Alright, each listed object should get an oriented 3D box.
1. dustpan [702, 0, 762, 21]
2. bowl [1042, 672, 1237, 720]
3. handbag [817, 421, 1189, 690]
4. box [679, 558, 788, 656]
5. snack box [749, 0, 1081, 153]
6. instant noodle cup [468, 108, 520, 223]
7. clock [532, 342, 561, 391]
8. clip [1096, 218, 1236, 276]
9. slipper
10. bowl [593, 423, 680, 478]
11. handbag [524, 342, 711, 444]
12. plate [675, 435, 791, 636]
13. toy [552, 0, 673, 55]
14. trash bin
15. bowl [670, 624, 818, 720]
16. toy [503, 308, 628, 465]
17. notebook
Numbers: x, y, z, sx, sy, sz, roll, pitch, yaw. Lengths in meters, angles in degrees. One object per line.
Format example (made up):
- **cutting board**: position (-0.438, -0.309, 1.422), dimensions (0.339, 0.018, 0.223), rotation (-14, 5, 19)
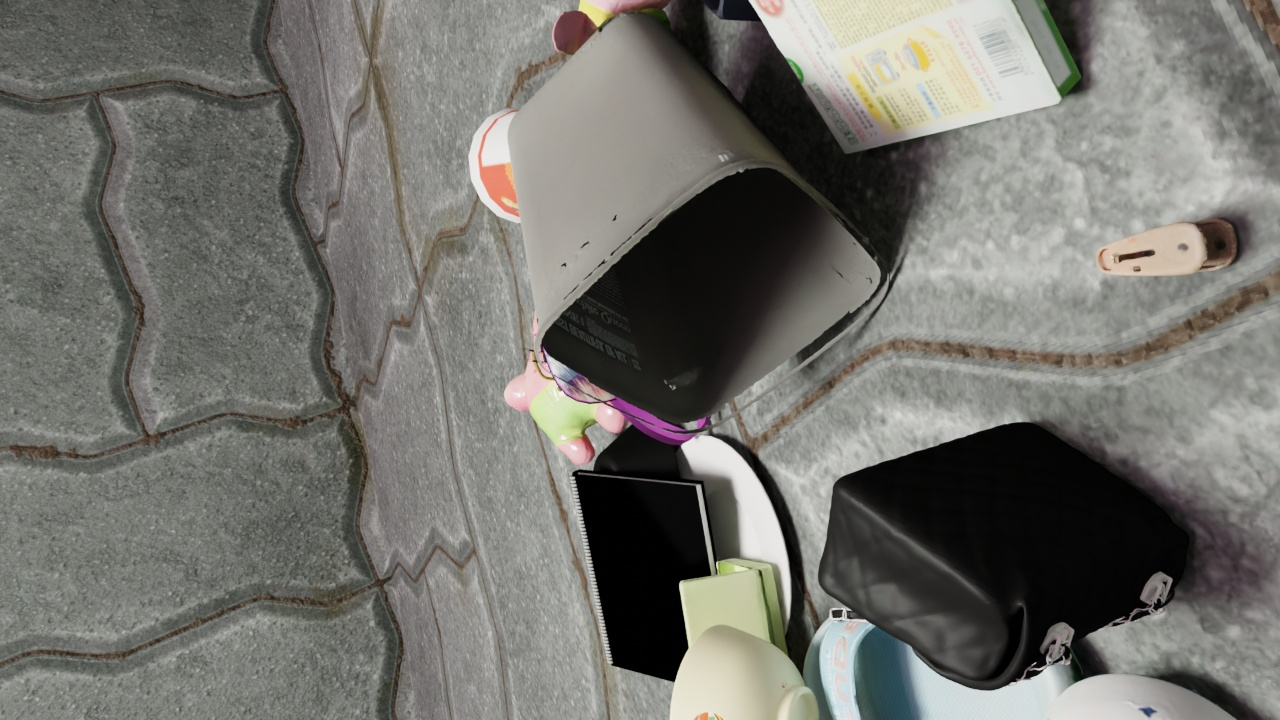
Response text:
- **dustpan**: position (0.078, -0.350, 0.598), dimensions (0.273, 0.080, 0.237), rotation (49, 140, 47)
- **bowl**: position (0.240, 0.216, 0.440), dimensions (0.114, 0.063, 0.113), rotation (13, 110, 40)
- **handbag**: position (0.180, 0.112, 0.466), dimensions (0.125, 0.153, 0.115), rotation (36, 126, 49)
- **box**: position (0.085, 0.264, 0.772), dimensions (0.083, 0.091, 0.188), rotation (124, 139, -86)
- **snack box**: position (0.142, -0.188, 0.512), dimensions (0.132, 0.027, 0.168), rotation (51, 161, -20)
- **instant noodle cup**: position (-0.097, -0.210, 0.964), dimensions (0.121, 0.123, 0.123), rotation (8, 106, 55)
- **clock**: position (-0.046, -0.017, 0.912), dimensions (0.052, 0.129, 0.090), rotation (61, -166, -78)
- **clip**: position (0.247, -0.052, 0.429), dimensions (0.062, 0.045, 0.024), rotation (-159, 62, -81)
- **slipper**: position (0.175, 0.211, 0.596), dimensions (0.246, 0.074, 0.104), rotation (-36, 65, 60)
- **bowl**: position (-0.013, 0.119, 0.903), dimensions (0.124, 0.052, 0.124), rotation (12, 104, 62)
- **handbag**: position (-0.005, 0.005, 0.841), dimensions (0.170, 0.144, 0.068), rotation (48, 159, 7)
- **plate**: position (0.079, 0.170, 0.837), dimensions (0.209, 0.015, 0.209), rotation (30, 125, 57)
- **toy**: position (-0.013, -0.251, 0.764), dimensions (0.088, 0.189, 0.238), rotation (17, 108, 21)
- **trash bin**: position (0.019, -0.105, 0.648), dimensions (0.198, 0.197, 0.220), rotation (-39, 49, 21)
- **bowl**: position (0.085, 0.256, 0.664), dimensions (0.074, 0.117, 0.118), rotation (-5, 95, 37)
- **toy**: position (-0.080, -0.004, 1.017), dimensions (0.193, 0.096, 0.236), rotation (-42, 48, 33)
- **notebook**: position (0.011, 0.205, 0.858), dimensions (0.149, 0.016, 0.207), rotation (0, 106, 38)
